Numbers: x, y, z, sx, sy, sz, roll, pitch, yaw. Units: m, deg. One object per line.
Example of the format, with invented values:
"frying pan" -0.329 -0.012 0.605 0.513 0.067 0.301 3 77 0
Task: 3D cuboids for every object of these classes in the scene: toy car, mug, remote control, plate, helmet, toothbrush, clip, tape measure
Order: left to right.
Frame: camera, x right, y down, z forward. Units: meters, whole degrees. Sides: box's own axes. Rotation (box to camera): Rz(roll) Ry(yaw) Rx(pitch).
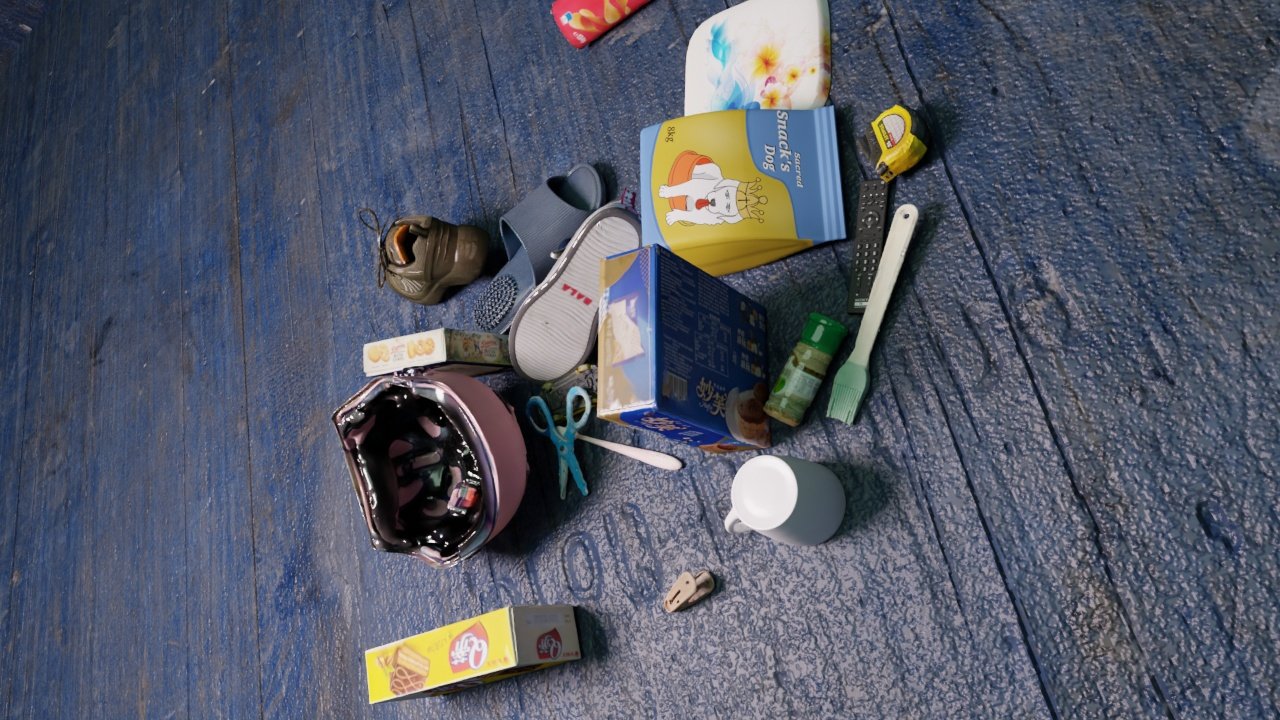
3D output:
"helmet" -0.226 0.116 1.077 0.256 0.152 0.230 -21 89 38
"toy car" -0.079 0.040 1.077 0.107 0.030 0.049 -25 73 32
"toothbrush" -0.027 0.098 1.031 0.181 0.018 0.015 12 84 38
"clip" 0.050 0.234 0.931 0.061 0.039 0.024 -57 47 39
"plate" 0.126 -0.335 1.046 0.187 0.016 0.186 -9 71 35
"mug" 0.122 0.136 0.860 0.114 0.087 0.080 -31 60 26
"remote control" 0.226 -0.113 0.908 0.030 0.009 0.140 0 77 37
"tape measure" 0.252 -0.214 0.900 0.064 0.037 0.065 -43 41 25

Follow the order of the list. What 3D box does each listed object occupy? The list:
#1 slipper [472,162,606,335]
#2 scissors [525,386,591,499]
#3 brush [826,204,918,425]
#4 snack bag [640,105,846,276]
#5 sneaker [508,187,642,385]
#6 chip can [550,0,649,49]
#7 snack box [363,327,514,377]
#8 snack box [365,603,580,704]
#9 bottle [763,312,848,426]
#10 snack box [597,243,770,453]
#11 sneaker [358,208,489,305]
"slipper" -0.142 -0.138 1.150 0.264 0.082 0.101 -53 55 13
"scissors" -0.097 0.097 1.067 0.114 0.013 0.140 7 99 33
"brush" 0.224 -0.045 0.877 0.033 0.012 0.217 20 94 37
"snack bag" 0.108 -0.181 0.970 0.206 0.102 0.158 -8 71 20
"sneaker" -0.074 -0.088 1.081 0.264 0.096 0.128 -57 11 28
"chip can" -0.005 -0.485 1.157 0.234 0.073 0.073 -24 63 30
"snack box" -0.239 -0.005 1.138 0.145 0.144 0.042 -9 81 34
"snack box" -0.189 0.328 1.023 0.231 0.110 0.061 -24 66 29
"bottle" 0.161 0.009 0.900 0.043 0.043 0.111 30 96 39
"snack box" 0.047 -0.003 0.886 0.069 0.202 0.155 -13 69 34
"sneaker" -0.318 -0.137 1.225 0.239 0.142 0.101 -11 70 51
